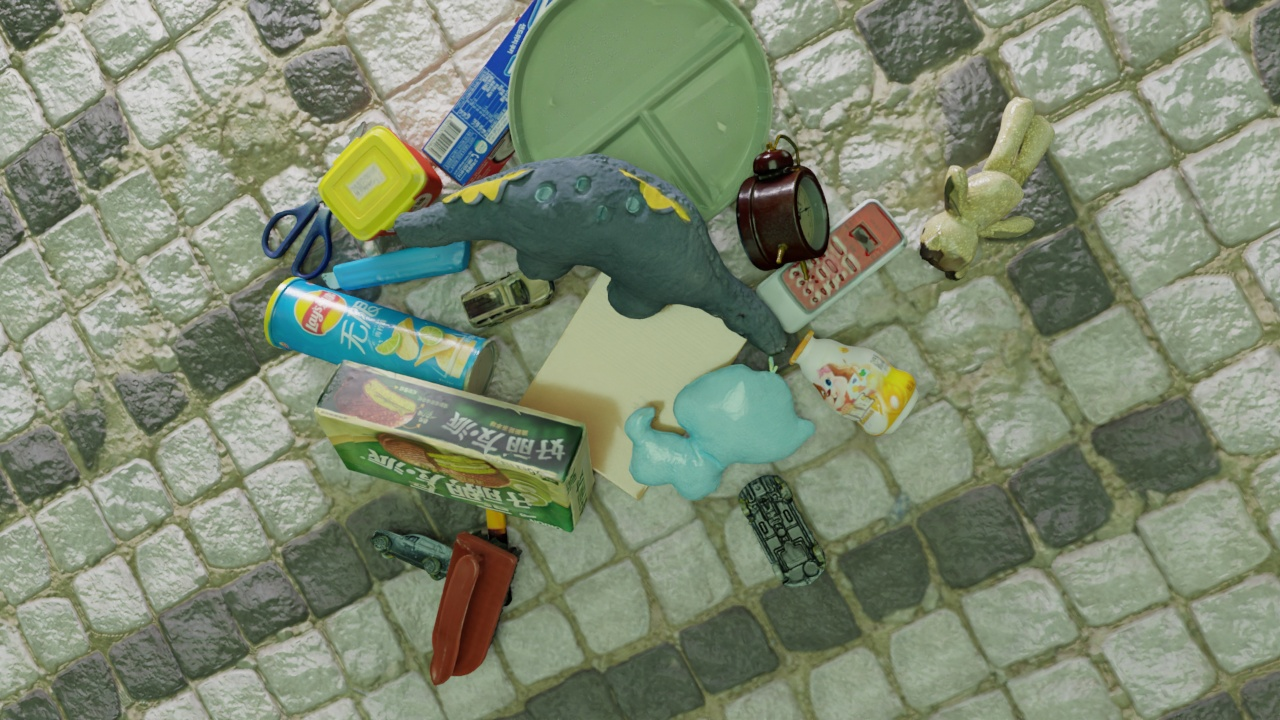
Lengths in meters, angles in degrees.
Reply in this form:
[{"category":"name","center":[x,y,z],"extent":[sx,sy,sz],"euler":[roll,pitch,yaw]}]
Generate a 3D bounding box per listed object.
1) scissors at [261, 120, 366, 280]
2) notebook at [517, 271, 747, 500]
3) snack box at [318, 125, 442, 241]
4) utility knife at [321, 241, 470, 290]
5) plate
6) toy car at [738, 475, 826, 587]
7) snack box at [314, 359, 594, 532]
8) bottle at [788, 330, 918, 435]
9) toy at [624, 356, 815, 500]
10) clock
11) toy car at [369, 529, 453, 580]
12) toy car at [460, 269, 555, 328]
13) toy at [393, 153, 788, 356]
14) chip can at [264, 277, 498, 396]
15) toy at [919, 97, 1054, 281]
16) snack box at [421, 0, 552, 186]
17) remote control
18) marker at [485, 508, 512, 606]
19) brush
[{"category":"scissors","center":[-0.319,-0.165,0.907],"extent":[0.126,0.012,0.173],"euler":[9,95,10]},{"category":"notebook","center":[-0.005,0.005,0.860],"extent":[0.149,0.012,0.212],"euler":[34,100,5]},{"category":"snack box","center":[-0.238,-0.163,0.856],"extent":[0.091,0.080,0.082],"euler":[-41,87,11]},{"category":"utility knife","center":[-0.240,-0.091,0.894],"extent":[0.161,0.018,0.034],"euler":[-9,89,13]},{"category":"plate","center":[0.000,-0.219,0.799],"extent":[0.230,0.027,0.230],"euler":[-1,108,-4]},{"category":"toy car","center":[0.129,0.155,0.835],"extent":[0.049,0.031,0.105],"euler":[-28,88,12]},{"category":"snack box","center":[-0.165,0.079,0.839],"extent":[0.240,0.115,0.063],"euler":[14,58,9]},{"category":"bottle","center":[0.183,0.017,0.798],"extent":[0.108,0.063,0.063],"euler":[34,100,7]},{"category":"toy","center":[0.071,0.061,0.828],"extent":[0.161,0.049,0.156],"euler":[20,111,-1]},{"category":"clock","center":[0.123,-0.133,0.784],"extent":[0.055,0.082,0.122],"euler":[-6,76,35]},{"category":"toy car","center":[-0.222,0.188,0.902],"extent":[0.090,0.043,0.034],"euler":[20,71,6]},{"category":"toy car","center":[-0.124,-0.061,0.866],"extent":[0.090,0.035,0.042],"euler":[-21,91,10]},{"category":"toy","center":[-0.024,-0.100,0.779],"extent":[0.356,0.091,0.138],"euler":[19,119,-8]},{"category":"chip can","center":[-0.246,-0.016,0.874],"extent":[0.210,0.071,0.071],"euler":[18,97,9]},{"category":"toy","center":[0.289,-0.144,0.770],"extent":[0.105,0.066,0.157],"euler":[27,97,-35]},{"category":"snack box","center":[-0.111,-0.252,0.835],"extent":[0.057,0.058,0.208],"euler":[41,101,5]},{"category":"remote control","center":[0.168,-0.083,0.814],"extent":[0.136,0.020,0.056],"euler":[-38,88,11]},{"category":"marker","center":[-0.138,0.181,0.899],"extent":[0.018,0.015,0.124],"euler":[-3,97,13]},{"category":"brush","center":[-0.165,0.239,0.872],"extent":[0.063,0.069,0.146],"euler":[22,106,15]}]
